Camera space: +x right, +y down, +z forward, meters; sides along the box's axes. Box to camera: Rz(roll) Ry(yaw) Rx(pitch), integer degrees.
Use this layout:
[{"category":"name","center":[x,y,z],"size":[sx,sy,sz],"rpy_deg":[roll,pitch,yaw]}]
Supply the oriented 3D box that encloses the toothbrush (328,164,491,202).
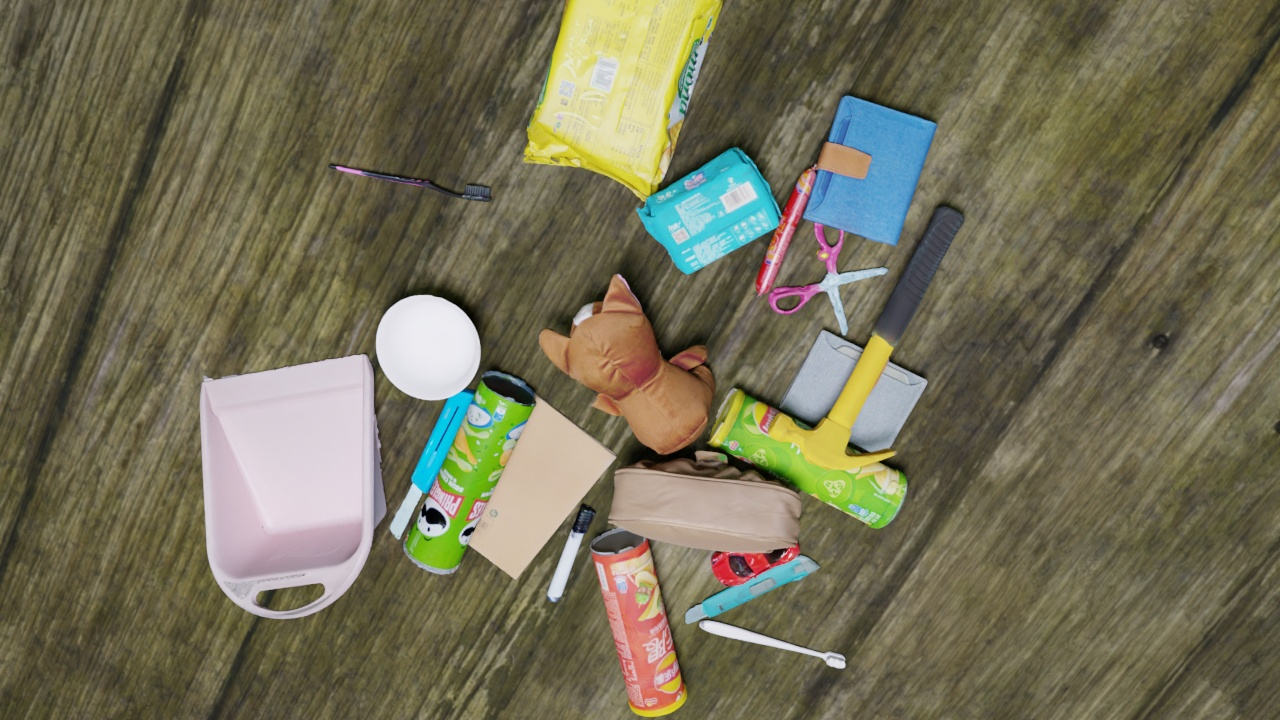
[{"category":"toothbrush","center":[-0.257,-0.201,1.021],"size":[0.189,0.014,0.018],"rpy_deg":[12,95,4]}]

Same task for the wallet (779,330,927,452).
[{"category":"wallet","center":[0.235,0.036,1.012],"size":[0.130,0.037,0.107],"rpy_deg":[26,106,-1]}]

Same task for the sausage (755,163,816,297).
[{"category":"sausage","center":[0.156,-0.139,0.987],"size":[0.020,0.020,0.156],"rpy_deg":[22,105,1]}]

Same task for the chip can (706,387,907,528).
[{"category":"chip can","center":[0.186,0.110,1.017],"size":[0.221,0.072,0.073],"rpy_deg":[27,105,-1]}]

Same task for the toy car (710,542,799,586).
[{"category":"toy car","center":[0.133,0.230,1.074],"size":[0.106,0.031,0.049],"rpy_deg":[-29,98,14]}]

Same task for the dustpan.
[{"category":"dustpan","center":[-0.406,0.143,1.058],"size":[0.223,0.138,0.273],"rpy_deg":[-12,103,10]}]

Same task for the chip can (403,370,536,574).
[{"category":"chip can","center":[-0.197,0.130,1.056],"size":[0.072,0.072,0.236],"rpy_deg":[27,105,-1]}]

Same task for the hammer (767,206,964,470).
[{"category":"hammer","center":[0.256,-0.021,0.963],"size":[0.129,0.033,0.301],"rpy_deg":[27,92,-2]}]

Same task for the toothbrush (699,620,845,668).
[{"category":"toothbrush","center":[0.159,0.342,1.105],"size":[0.180,0.016,0.016],"rpy_deg":[14,102,3]}]

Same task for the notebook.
[{"category":"notebook","center":[-0.148,0.146,1.096],"size":[0.148,0.008,0.208],"rpy_deg":[38,104,-3]}]

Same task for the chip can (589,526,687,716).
[{"category":"chip can","center":[-0.003,0.309,1.088],"size":[0.073,0.073,0.216],"rpy_deg":[-12,102,9]}]

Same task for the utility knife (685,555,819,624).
[{"category":"utility knife","center":[0.130,0.275,1.094],"size":[0.176,0.013,0.029],"rpy_deg":[-28,99,12]}]

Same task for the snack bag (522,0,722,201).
[{"category":"snack bag","center":[-0.021,-0.302,0.942],"size":[0.158,0.068,0.247],"rpy_deg":[19,106,2]}]

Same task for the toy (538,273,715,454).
[{"category":"toy","center":[-0.006,0.006,0.993],"size":[0.140,0.130,0.199],"rpy_deg":[-42,117,12]}]

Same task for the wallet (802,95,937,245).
[{"category":"wallet","center":[0.236,-0.196,0.950],"size":[0.106,0.040,0.133],"rpy_deg":[18,97,0]}]

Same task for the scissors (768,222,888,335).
[{"category":"scissors","center":[0.201,-0.088,0.997],"size":[0.134,0.017,0.133],"rpy_deg":[-16,104,7]}]

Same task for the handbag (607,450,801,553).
[{"category":"handbag","center":[0.073,0.156,1.002],"size":[0.205,0.148,0.099],"rpy_deg":[7,75,13]}]

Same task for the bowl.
[{"category":"bowl","center":[-0.230,-0.020,1.036],"size":[0.118,0.064,0.118],"rpy_deg":[1,103,6]}]

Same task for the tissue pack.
[{"category":"tissue pack","center":[0.073,-0.155,0.961],"size":[0.133,0.050,0.093],"rpy_deg":[-28,129,11]}]

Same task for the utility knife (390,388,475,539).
[{"category":"utility knife","center":[-0.251,0.125,1.099],"size":[0.034,0.018,0.219],"rpy_deg":[29,106,-2]}]

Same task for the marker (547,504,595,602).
[{"category":"marker","center":[-0.084,0.234,1.106],"size":[0.022,0.018,0.131],"rpy_deg":[18,105,-8]}]
